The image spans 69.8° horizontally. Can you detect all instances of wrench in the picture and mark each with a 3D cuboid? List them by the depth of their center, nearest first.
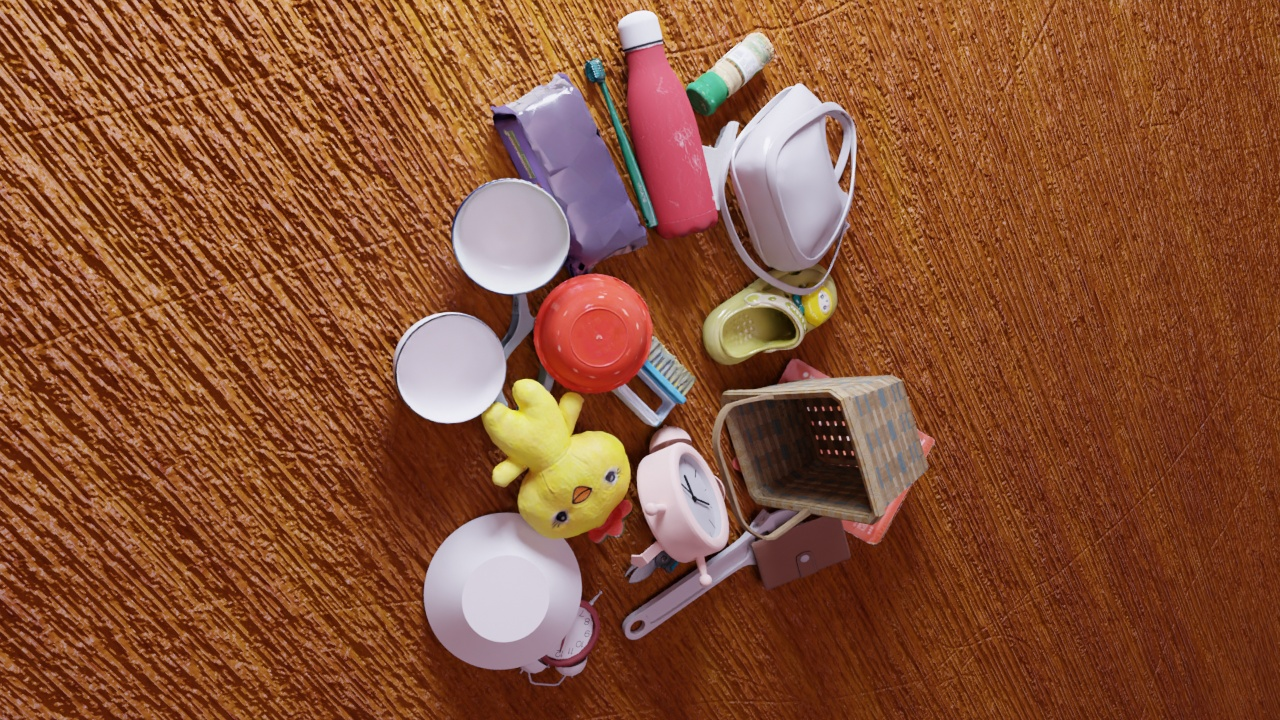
[{"bbox_3d":[0.097,0.276,1.167,0.273,0.018,0.087,-32,123,-14],"label":"wrench"}]

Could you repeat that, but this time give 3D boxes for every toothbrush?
[{"bbox_3d":[-0.021,-0.233,0.992,0.017,0.016,0.190,-28,101,-40],"label":"toothbrush"}]

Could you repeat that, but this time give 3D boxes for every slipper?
[{"bbox_3d":[0.165,-0.056,1.104,0.190,0.082,0.092,-27,108,-17],"label":"slipper"}]

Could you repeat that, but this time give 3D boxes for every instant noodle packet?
[{"bbox_3d":[0.244,0.116,1.187,0.221,0.084,0.164,29,91,-19],"label":"instant noodle packet"}]

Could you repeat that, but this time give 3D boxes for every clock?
[{"bbox_3d":[0.041,0.166,1.062,0.086,0.160,0.131,-22,117,27],"label":"clock"},{"bbox_3d":[-0.095,0.320,1.069,0.087,0.044,0.124,15,92,-28],"label":"clock"}]

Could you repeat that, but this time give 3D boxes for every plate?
[{"bbox_3d":[-0.148,0.257,1.005,0.174,0.036,0.174,0,89,-11],"label":"plate"}]

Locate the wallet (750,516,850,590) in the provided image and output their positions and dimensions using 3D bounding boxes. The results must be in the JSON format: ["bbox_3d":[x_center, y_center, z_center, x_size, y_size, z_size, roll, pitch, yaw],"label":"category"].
[{"bbox_3d":[0.207,0.245,1.176,0.121,0.013,0.087,-21,122,-2],"label":"wallet"}]

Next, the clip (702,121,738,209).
[{"bbox_3d":[0.080,-0.226,1.061,0.057,0.054,0.102,4,100,-62],"label":"clip"}]

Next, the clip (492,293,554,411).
[{"bbox_3d":[-0.110,-0.012,1.007,0.106,0.028,0.163,8,97,-29],"label":"clip"}]

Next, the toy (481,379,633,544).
[{"bbox_3d":[-0.089,0.112,0.999,0.133,0.092,0.208,-40,121,-10],"label":"toy"}]

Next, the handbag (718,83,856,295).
[{"bbox_3d":[0.197,-0.215,1.089,0.222,0.096,0.216,-47,127,-34],"label":"handbag"}]

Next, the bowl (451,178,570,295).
[{"bbox_3d":[-0.133,-0.132,0.942,0.118,0.062,0.118,-2,111,-7],"label":"bowl"}]

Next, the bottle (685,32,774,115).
[{"bbox_3d":[0.102,-0.326,1.040,0.111,0.043,0.043,-44,115,-14],"label":"bottle"}]

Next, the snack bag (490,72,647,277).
[{"bbox_3d":[-0.071,-0.191,0.972,0.096,0.058,0.205,-34,113,-18],"label":"snack bag"}]

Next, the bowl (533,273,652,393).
[{"bbox_3d":[-0.046,-0.026,0.975,0.130,0.045,0.130,-1,97,-10],"label":"bowl"}]

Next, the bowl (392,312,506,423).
[{"bbox_3d":[-0.201,0.004,0.944,0.113,0.063,0.113,-5,102,-26],"label":"bowl"}]

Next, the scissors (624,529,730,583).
[{"bbox_3d":[0.051,0.232,1.138,0.149,0.019,0.131,20,90,-29],"label":"scissors"}]

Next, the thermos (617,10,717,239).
[{"bbox_3d":[0.025,-0.255,0.998,0.073,0.073,0.240,-22,108,-21],"label":"thermos"}]

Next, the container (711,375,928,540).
[{"bbox_3d":[0.172,0.103,1.030,0.186,0.250,0.157,-20,96,-24],"label":"container"}]

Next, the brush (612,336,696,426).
[{"bbox_3d":[-0.006,0.006,1.044,0.136,0.055,0.075,46,74,-25],"label":"brush"}]
